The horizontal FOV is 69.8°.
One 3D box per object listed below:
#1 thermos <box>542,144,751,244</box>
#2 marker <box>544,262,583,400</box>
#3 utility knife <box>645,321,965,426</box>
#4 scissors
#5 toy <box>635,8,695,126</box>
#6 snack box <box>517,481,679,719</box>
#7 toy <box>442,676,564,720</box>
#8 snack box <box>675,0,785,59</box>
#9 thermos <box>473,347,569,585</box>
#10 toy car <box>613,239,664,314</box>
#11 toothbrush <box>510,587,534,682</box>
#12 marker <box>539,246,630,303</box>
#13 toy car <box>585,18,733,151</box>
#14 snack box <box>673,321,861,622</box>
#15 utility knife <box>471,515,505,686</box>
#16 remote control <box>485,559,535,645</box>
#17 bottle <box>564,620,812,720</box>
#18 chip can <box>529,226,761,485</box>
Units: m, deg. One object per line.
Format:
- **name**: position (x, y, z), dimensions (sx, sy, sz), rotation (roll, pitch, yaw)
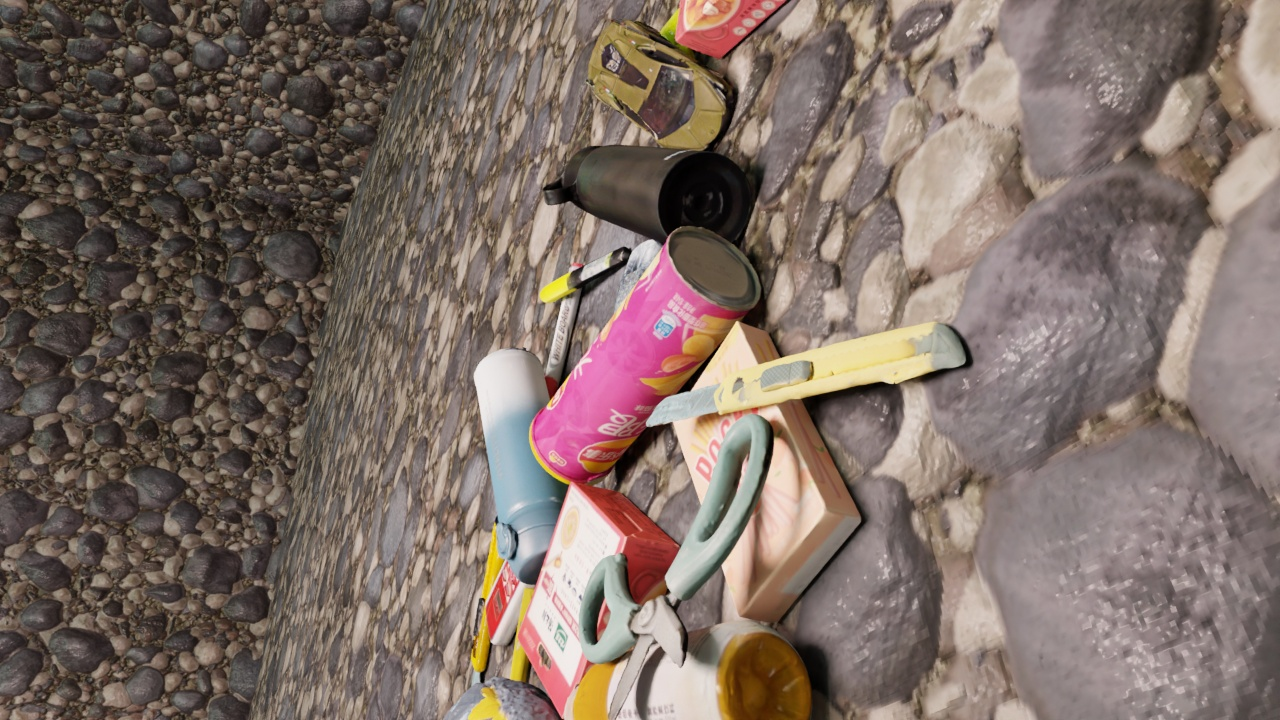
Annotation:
- **thermos**: position (-0.009, -0.126, 0.705), dimensions (0.242, 0.090, 0.068), rotation (33, 142, 65)
- **marker**: position (-0.074, -0.021, 0.863), dimensions (0.017, 0.017, 0.145), rotation (0, 76, 65)
- **utility knife**: position (0.076, 0.012, 0.480), dimensions (0.205, 0.021, 0.030), rotation (-22, 42, 48)
- **scissors**: position (0.011, 0.106, 0.496), dimensions (0.171, 0.019, 0.170), rotation (-63, 15, -15)
- **toy**: position (0.024, -0.245, 0.768), dimensions (0.097, 0.031, 0.100), rotation (-34, 46, 53)
- **snack box**: position (-0.032, 0.163, 0.633), dimensions (0.113, 0.044, 0.127), rotation (29, 101, 64)
- **toy**: position (-0.085, 0.288, 0.615), dimensions (0.357, 0.091, 0.137), rotation (-15, 75, 61)
- **snack box**: position (0.080, -0.302, 0.665), dimensions (0.127, 0.044, 0.113), rotation (-21, 57, 60)
- **thermos**: position (-0.096, 0.084, 0.767), dimensions (0.070, 0.070, 0.220), rotation (-58, 33, 32)
- **toy car**: position (-0.001, -0.042, 0.702), dimensions (0.049, 0.031, 0.105), rotation (-15, 64, 63)
- **toothbrush**: position (-0.101, 0.282, 0.746), dimensions (0.017, 0.015, 0.189), rotation (-19, 59, 56)
- **marker**: position (-0.050, -0.076, 0.827), dimensions (0.124, 0.015, 0.018), rotation (-22, 61, 46)
- **toy car**: position (0.013, -0.215, 0.718), dimensions (0.158, 0.042, 0.070), rotation (44, 119, 36)
- **snack box**: position (0.064, 0.057, 0.512), dimensions (0.085, 0.026, 0.157), rotation (-60, 29, 29)
- **utility knife**: position (-0.147, 0.245, 0.864), dimensions (0.033, 0.015, 0.215), rotation (-24, 55, 63)
- **remote control**: position (-0.106, 0.186, 0.806), dimensions (0.136, 0.020, 0.055), rotation (-64, 26, 23)
- **bottle**: position (0.013, 0.185, 0.494), dimensions (0.190, 0.068, 0.068), rotation (-37, 43, 53)
- **chip can**: position (-0.004, 0.004, 0.632), dimensions (0.211, 0.071, 0.071), rotation (-52, 33, 41)
